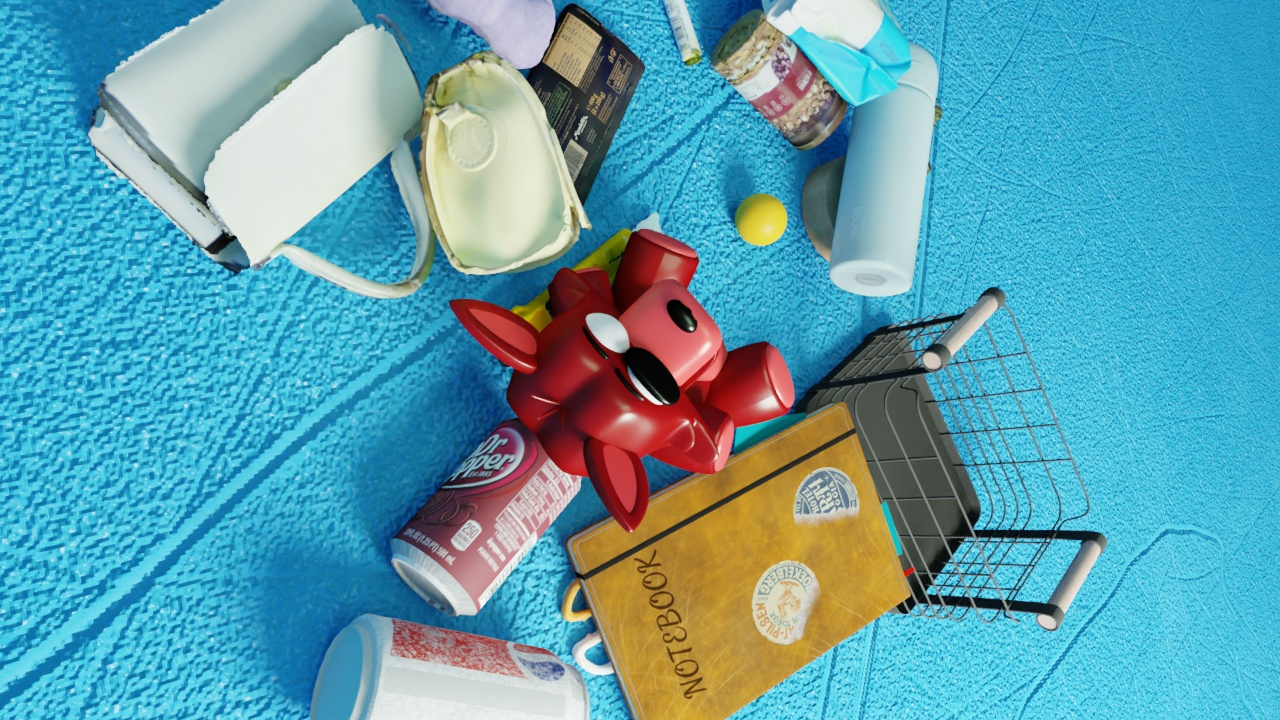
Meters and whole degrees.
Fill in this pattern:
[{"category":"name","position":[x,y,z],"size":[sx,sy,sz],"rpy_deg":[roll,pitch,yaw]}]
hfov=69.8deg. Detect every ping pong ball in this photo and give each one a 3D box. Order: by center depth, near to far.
[{"category":"ping pong ball","position":[0.093,-0.109,0.711],"size":[0.040,0.040,0.040],"rpy_deg":[6,80,-35]}]

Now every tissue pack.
[{"category":"tissue pack","position":[0.146,-0.299,0.731],"size":[0.117,0.066,0.208],"rpy_deg":[32,39,-30]}]

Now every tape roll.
[{"category":"tape roll","position":[0.181,-0.128,0.785],"size":[0.093,0.027,0.094],"rpy_deg":[6,80,-35]}]

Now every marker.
[{"category":"marker","position":[0.017,-0.297,0.698],"size":[0.017,0.017,0.146],"rpy_deg":[-22,97,-36]}]

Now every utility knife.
[{"category":"utility knife","position":[-0.040,-0.054,0.624],"size":[0.174,0.017,0.030],"rpy_deg":[-45,118,-35]}]

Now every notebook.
[{"category":"notebook","position":[0.081,0.136,0.639],"size":[0.248,0.014,0.178],"rpy_deg":[-24,99,-24]}]

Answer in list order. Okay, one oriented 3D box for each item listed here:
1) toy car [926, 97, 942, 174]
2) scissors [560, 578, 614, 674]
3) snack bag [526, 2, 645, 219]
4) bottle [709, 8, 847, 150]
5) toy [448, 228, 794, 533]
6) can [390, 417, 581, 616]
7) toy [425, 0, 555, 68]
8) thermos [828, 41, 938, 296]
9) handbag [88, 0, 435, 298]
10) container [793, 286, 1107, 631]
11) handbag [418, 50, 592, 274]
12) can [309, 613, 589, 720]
[{"category":"toy car","position":[0.239,-0.197,0.826],"size":[0.032,0.048,0.105],"rpy_deg":[28,69,-26]},{"category":"scissors","position":[0.005,0.171,0.624],"size":[0.131,0.013,0.073],"rpy_deg":[-6,88,-36]},{"category":"snack bag","position":[-0.049,-0.168,0.629],"size":[0.074,0.018,0.155],"rpy_deg":[34,65,-28]},{"category":"bottle","position":[0.110,-0.222,0.730],"size":[0.105,0.056,0.056],"rpy_deg":[36,64,-26]},{"category":"toy","position":[-0.003,0.003,0.547],"size":[0.158,0.121,0.196],"rpy_deg":[53,29,8]},{"category":"can","position":[-0.088,0.089,0.536],"size":[0.063,0.063,0.113],"rpy_deg":[52,58,-18]},{"category":"toy","position":[-0.098,-0.238,0.595],"size":[0.099,0.037,0.080],"rpy_deg":[37,53,-31]},{"category":"thermos","position":[0.198,-0.158,0.743],"size":[0.078,0.065,0.206],"rpy_deg":[25,70,-38]},{"category":"handbag","position":[-0.174,-0.109,0.496],"size":[0.176,0.074,0.150],"rpy_deg":[51,58,-20]},{"category":"container","position":[0.253,0.082,0.740],"size":[0.162,0.131,0.241],"rpy_deg":[-36,105,-37]},{"category":"handbag","position":[-0.080,-0.107,0.524],"size":[0.081,0.119,0.111],"rpy_deg":[-19,96,-1]},{"category":"can","position":[-0.102,0.189,0.503],"size":[0.136,0.078,0.078],"rpy_deg":[23,70,-32]}]
